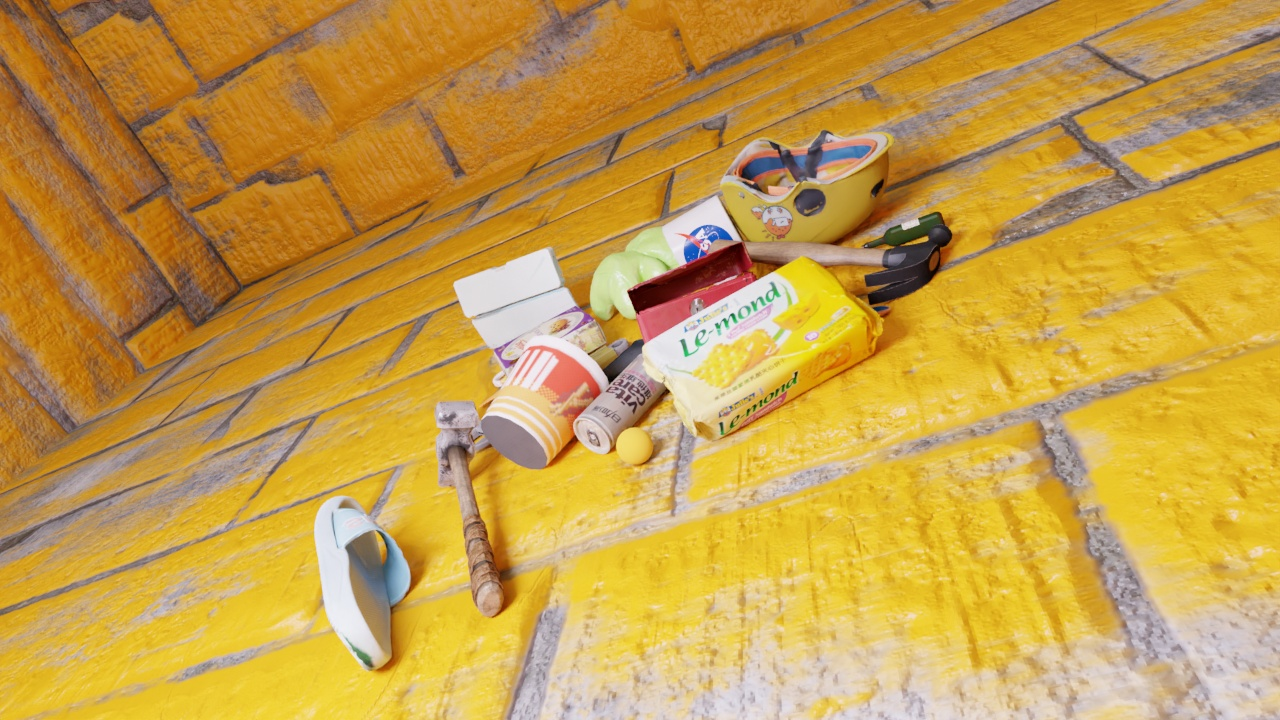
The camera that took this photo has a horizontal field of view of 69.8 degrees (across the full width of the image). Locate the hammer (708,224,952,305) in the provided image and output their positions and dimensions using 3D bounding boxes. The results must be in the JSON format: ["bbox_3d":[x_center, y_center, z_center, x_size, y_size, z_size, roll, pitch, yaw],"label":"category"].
[{"bbox_3d":[0.217,-0.130,1.150,0.306,0.040,0.132,8,41,37],"label":"hammer"}]

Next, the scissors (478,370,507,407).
[{"bbox_3d":[-0.195,0.033,1.369,0.125,0.011,0.128,-37,23,-25],"label":"scissors"}]

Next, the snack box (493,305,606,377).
[{"bbox_3d":[-0.134,-0.019,1.337,0.148,0.040,0.143,-29,18,-8],"label":"snack box"}]

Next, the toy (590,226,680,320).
[{"bbox_3d":[0.012,-0.146,1.408,0.196,0.107,0.150,-48,27,-22],"label":"toy"}]

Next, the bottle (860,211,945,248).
[{"bbox_3d":[0.334,-0.162,1.173,0.106,0.025,0.025,-19,24,20],"label":"bottle"}]

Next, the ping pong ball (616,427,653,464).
[{"bbox_3d":[-0.006,0.093,0.995,0.040,0.040,0.040,-23,23,10],"label":"ping pong ball"}]

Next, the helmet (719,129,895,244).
[{"bbox_3d":[0.238,-0.225,1.279,0.240,0.140,0.208,-2,31,22],"label":"helmet"}]

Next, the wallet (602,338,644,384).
[{"bbox_3d":[-0.007,0.007,1.197,0.089,0.026,0.114,-3,33,48],"label":"wallet"}]

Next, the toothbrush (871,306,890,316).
[{"bbox_3d":[0.220,-0.040,1.055,0.135,0.017,0.021,-20,26,19],"label":"toothbrush"}]

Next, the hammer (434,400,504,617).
[{"bbox_3d":[-0.187,0.162,1.001,0.049,0.122,0.318,-1,26,-18],"label":"hammer"}]

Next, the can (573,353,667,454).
[{"bbox_3d":[-0.018,0.048,1.085,0.054,0.054,0.135,-3,33,45],"label":"can"}]

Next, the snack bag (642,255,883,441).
[{"bbox_3d":[0.133,-0.013,1.000,0.247,0.068,0.159,-29,35,0],"label":"snack bag"}]

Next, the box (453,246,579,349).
[{"bbox_3d":[-0.200,-0.096,1.485,0.197,0.134,0.040,-14,16,29],"label":"box"}]

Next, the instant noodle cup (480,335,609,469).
[{"bbox_3d":[-0.120,0.056,1.113,0.124,0.123,0.120,-4,40,43],"label":"instant noodle cup"}]

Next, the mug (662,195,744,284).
[{"bbox_3d":[0.100,-0.161,1.309,0.090,0.121,0.091,-29,27,12],"label":"mug"}]

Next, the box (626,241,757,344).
[{"bbox_3d":[0.067,-0.075,1.136,0.158,0.092,0.129,-23,5,3],"label":"box"}]

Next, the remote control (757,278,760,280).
[{"bbox_3d":[0.114,-0.089,1.284,0.147,0.008,0.045,-14,27,30],"label":"remote control"}]

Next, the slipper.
[{"bbox_3d":[-0.282,0.223,0.958,0.074,0.104,0.245,-29,29,-7],"label":"slipper"}]

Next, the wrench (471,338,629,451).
[{"bbox_3d":[-0.129,0.046,1.259,0.273,0.018,0.084,-34,24,-15],"label":"wrench"}]
